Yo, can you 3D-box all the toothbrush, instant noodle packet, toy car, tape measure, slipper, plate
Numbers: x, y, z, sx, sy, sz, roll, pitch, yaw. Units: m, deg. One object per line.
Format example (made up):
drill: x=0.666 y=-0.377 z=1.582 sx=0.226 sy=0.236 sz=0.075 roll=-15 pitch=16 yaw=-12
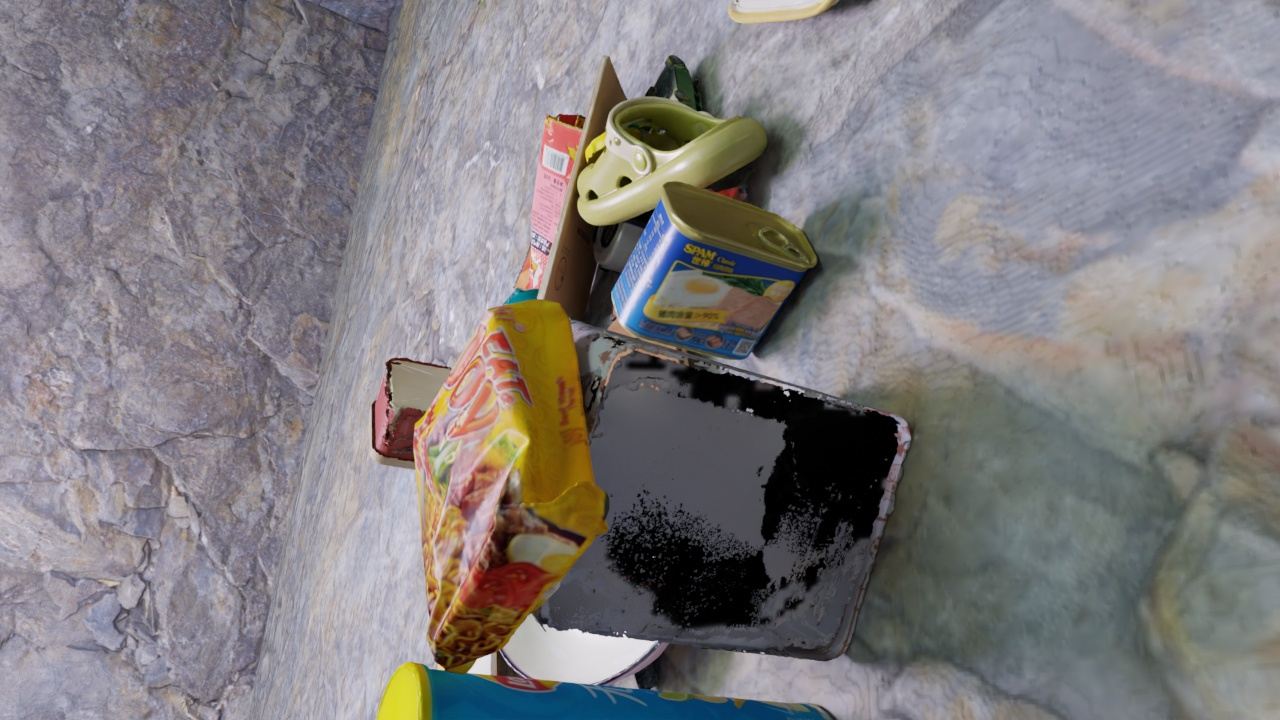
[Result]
toothbrush: x=0.001 y=0.137 z=0.647 sx=0.016 sy=0.014 sz=0.189 roll=-45 pitch=37 yaw=45
instant noodle packet: x=-0.061 y=0.044 z=0.381 sx=0.111 sy=0.044 sz=0.128 roll=-51 pitch=36 yaw=30
toy car: x=0.029 y=-0.212 z=0.756 sx=0.043 sy=0.036 sz=0.091 roll=-52 pitch=34 yaw=42
tape measure: x=-0.014 y=-0.108 z=0.791 sx=0.066 sy=0.033 sz=0.065 roll=-55 pitch=29 yaw=39
slipper: x=0.014 y=-0.158 z=0.683 sx=0.191 sy=0.091 sz=0.081 roll=-4 pitch=114 yaw=57
plate: x=-0.023 y=0.128 z=0.619 sx=0.193 sy=0.039 sz=0.192 roll=-24 pitch=49 yaw=30

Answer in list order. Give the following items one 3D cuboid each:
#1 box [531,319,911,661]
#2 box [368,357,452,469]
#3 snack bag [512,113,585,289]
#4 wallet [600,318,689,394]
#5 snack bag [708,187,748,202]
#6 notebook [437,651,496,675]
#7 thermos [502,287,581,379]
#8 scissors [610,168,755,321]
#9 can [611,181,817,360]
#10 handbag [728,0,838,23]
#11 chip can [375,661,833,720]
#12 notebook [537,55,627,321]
box: x=0.009 y=0.066 z=0.481 sx=0.166 sy=0.181 sz=0.150 roll=24 pitch=98 yaw=61
box: x=-0.149 y=0.051 z=0.822 sx=0.078 sy=0.168 sz=0.091 roll=-66 pitch=26 yaw=26
snack bag: x=-0.088 y=-0.143 z=0.936 sx=0.128 sy=0.073 sz=0.208 roll=-119 pitch=44 yaw=-62
wallet: x=-0.004 y=0.004 z=0.690 sx=0.116 sy=0.020 sz=0.101 roll=-49 pitch=37 yaw=38
snack bag: x=0.036 y=-0.101 z=0.661 sx=0.048 sy=0.026 sz=0.104 roll=-55 pitch=20 yaw=-16
notebook: x=-0.158 y=0.265 z=0.829 sx=0.146 sy=0.010 sz=0.206 roll=-51 pitch=34 yaw=42
thermos: x=-0.085 y=0.005 z=0.804 sx=0.073 sy=0.073 sz=0.224 roll=-63 pitch=20 yaw=23
scissors: x=0.027 y=-0.051 z=0.699 sx=0.225 sy=0.015 sz=0.189 roll=-65 pitch=27 yaw=18
can: x=0.042 y=-0.052 z=0.565 sx=0.083 sy=0.102 sz=0.057 roll=-59 pitch=30 yaw=33
handbag: x=0.121 y=-0.316 z=0.617 sx=0.179 sy=0.063 sz=0.163 roll=-57 pitch=27 yaw=3
chip can: x=-0.009 y=0.182 z=0.411 sx=0.071 sy=0.210 sz=0.071 roll=-41 pitch=42 yaw=50
notebook: x=-0.043 y=-0.141 z=0.807 sx=0.147 sy=0.008 sz=0.207 roll=26 pitch=-102 yaw=-80
